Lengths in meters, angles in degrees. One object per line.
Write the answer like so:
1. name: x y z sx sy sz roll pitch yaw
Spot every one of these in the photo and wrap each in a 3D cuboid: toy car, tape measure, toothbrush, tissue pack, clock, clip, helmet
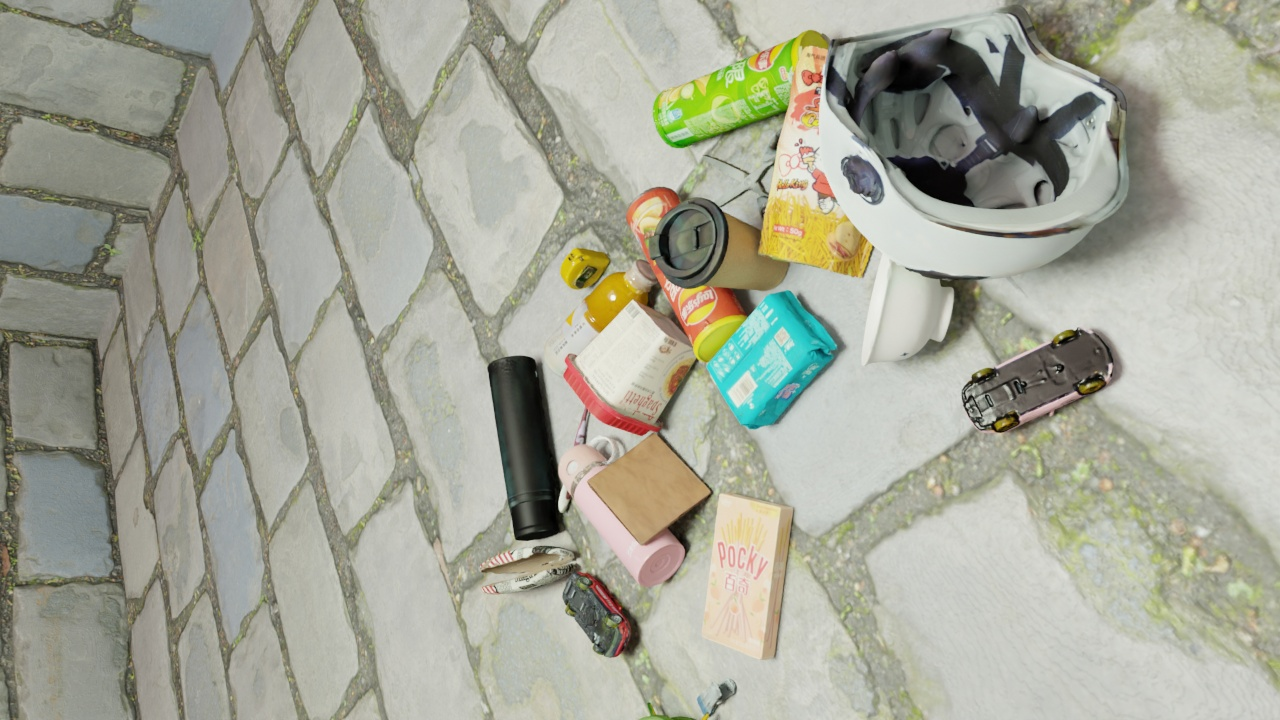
1. toy car: -0.050 0.305 1.107 0.120 0.045 0.053 44 117 47
2. tape measure: -0.074 -0.117 1.188 0.057 0.060 0.029 -54 54 25
3. toothbrush: -0.077 0.109 1.190 0.017 0.016 0.187 19 97 37
4. tissue pack: 0.135 -0.001 0.955 0.134 0.050 0.093 -51 49 28
5. clock: 0.036 0.457 0.985 0.116 0.056 0.161 -11 76 46
6. clip: 0.078 0.361 0.983 0.056 0.027 0.024 -56 46 38
7. toy car: 0.328 0.019 0.760 0.123 0.037 0.056 -30 65 26
8. helmet: 0.256 -0.158 0.754 0.146 0.228 0.258 93 154 -58

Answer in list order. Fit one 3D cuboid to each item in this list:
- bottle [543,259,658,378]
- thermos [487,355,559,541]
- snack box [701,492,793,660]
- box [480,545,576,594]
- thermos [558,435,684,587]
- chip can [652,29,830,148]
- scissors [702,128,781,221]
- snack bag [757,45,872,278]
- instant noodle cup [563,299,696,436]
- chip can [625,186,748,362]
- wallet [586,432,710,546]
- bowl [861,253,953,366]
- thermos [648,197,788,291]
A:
1. bottle: -0.048 -0.051 1.144 0.190 0.068 0.068 -45 54 33
2. thermos: -0.162 0.121 1.244 0.090 0.068 0.242 135 129 -60
3. snack box: 0.111 0.224 0.963 0.085 0.026 0.157 6 88 47
4. box: -0.147 0.285 1.203 0.164 0.075 0.073 -25 62 40
5. thermos: -0.022 0.170 1.090 0.087 0.067 0.198 -48 48 5
6. chip can: 0.109 -0.293 1.013 0.222 0.072 0.072 -7 79 46
7. scissors: 0.124 -0.204 1.025 0.180 0.014 0.160 51 119 40
8. snack bag: 0.192 -0.192 0.902 0.129 0.073 0.208 16 100 11
9. instant noodle cup: -0.006 0.006 1.068 0.124 0.116 0.116 -52 50 14
10. chip can: 0.053 -0.102 1.042 0.073 0.073 0.216 -46 53 32
11. wallet: 0.008 0.145 1.048 0.101 0.020 0.115 -35 50 -13
12. bowl: 0.243 -0.047 0.827 0.065 0.118 0.118 12 93 8
13. thermos: 0.087 -0.113 0.956 0.093 0.143 0.093 -8 79 45
